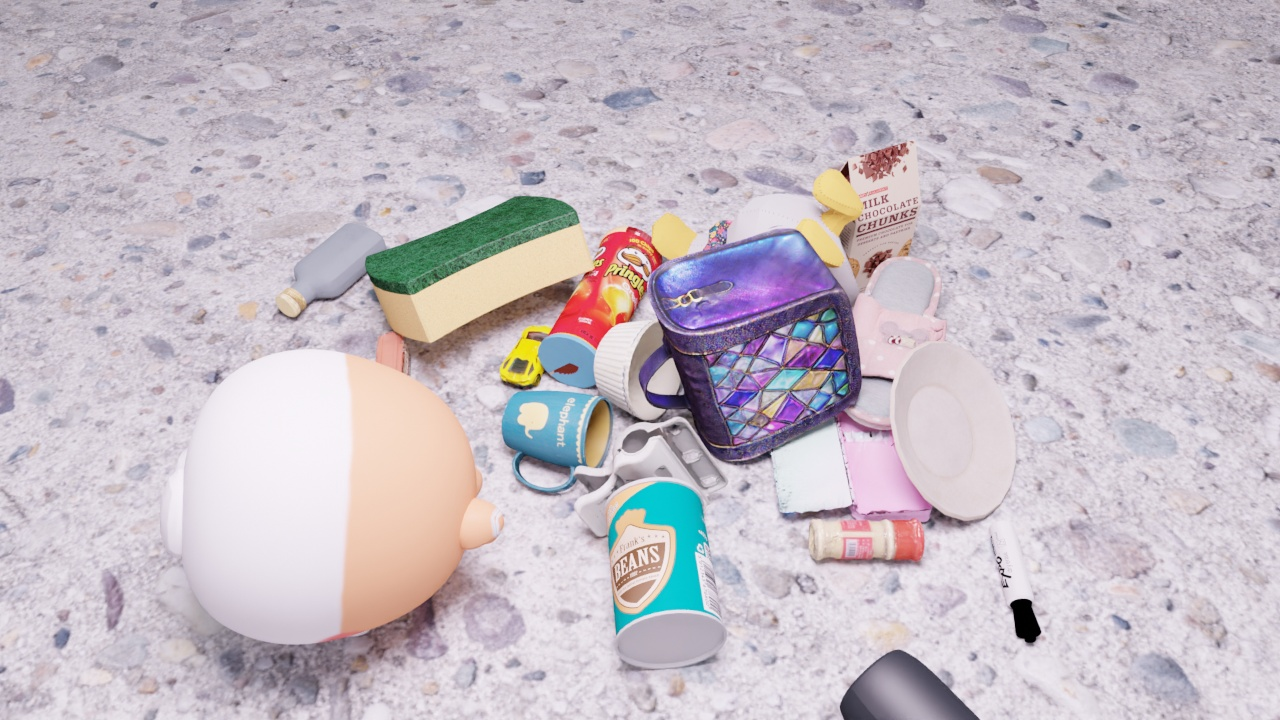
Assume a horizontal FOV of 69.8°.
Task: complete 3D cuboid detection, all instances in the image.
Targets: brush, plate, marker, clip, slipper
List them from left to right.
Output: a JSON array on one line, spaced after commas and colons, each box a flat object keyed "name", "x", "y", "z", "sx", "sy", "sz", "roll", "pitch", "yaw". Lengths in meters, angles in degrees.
[{"name": "brush", "x": -0.202, "y": -0.120, "z": 1.133, "sx": 0.249, "sy": 0.075, "sz": 0.195, "roll": -27, "pitch": 26, "yaw": -20}, {"name": "clip", "x": 0.004, "y": 0.124, "z": 0.921, "sx": 0.148, "sy": 0.125, "sz": 0.081, "roll": -25, "pitch": 39, "yaw": 10}, {"name": "slipper", "x": 0.293, "y": -0.035, "z": 1.057, "sx": 0.114, "sy": 0.054, "sz": 0.273, "roll": 13, "pitch": 50, "yaw": 14}, {"name": "plate", "x": 0.322, "y": 0.074, "z": 0.962, "sx": 0.188, "sy": 0.027, "sz": 0.188, "roll": 10, "pitch": 71, "yaw": -30}, {"name": "marker", "x": 0.361, "y": 0.212, "z": 0.884, "sx": 0.025, "sy": 0.025, "sz": 0.125, "roll": 2, "pitch": 45, "yaw": 3}]

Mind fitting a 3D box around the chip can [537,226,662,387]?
[{"name": "chip can", "x": -0.046, "y": -0.070, "z": 1.131, "sx": 0.087, "sy": 0.087, "sz": 0.212, "roll": 14, "pitch": 48, "yaw": 14}]

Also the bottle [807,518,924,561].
[{"name": "bottle", "x": 0.223, "y": 0.177, "z": 0.909, "sx": 0.109, "sy": 0.044, "sz": 0.044, "roll": 0, "pitch": 45, "yaw": 2}]

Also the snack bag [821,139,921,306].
[{"name": "snack bag", "x": 0.282, "y": -0.172, "z": 1.139, "sx": 0.094, "sy": 0.207, "sz": 0.070, "roll": -19, "pitch": 48, "yaw": -17}]

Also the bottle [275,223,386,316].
[{"name": "bottle", "x": -0.414, "y": -0.118, "z": 1.214, "sx": 0.072, "sy": 0.046, "sz": 0.160, "roll": 20, "pitch": 49, "yaw": 20}]

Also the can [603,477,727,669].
[{"name": "can", "x": 0.020, "y": 0.196, "z": 0.854, "sx": 0.099, "sy": 0.099, "sz": 0.143, "roll": -4, "pitch": 45, "yaw": -3}]

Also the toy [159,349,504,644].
[{"name": "toy", "x": -0.274, "y": 0.125, "z": 0.831, "sx": 0.280, "sy": 0.266, "sz": 0.263, "roll": 4, "pitch": 10, "yaw": -20}]

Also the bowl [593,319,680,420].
[{"name": "bowl", "x": -0.006, "y": 0.006, "z": 1.044, "sx": 0.063, "sy": 0.115, "sz": 0.115, "roll": 12, "pitch": 45, "yaw": 33}]

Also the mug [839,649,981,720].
[{"name": "mug", "x": 0.211, "y": 0.312, "z": 0.758, "sx": 0.121, "sy": 0.085, "sz": 0.094, "roll": -45, "pitch": 54, "yaw": 0}]

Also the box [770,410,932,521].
[{"name": "box", "x": 0.218, "y": 0.078, "z": 1.012, "sx": 0.159, "sy": 0.035, "sz": 0.229, "roll": 0, "pitch": 45, "yaw": 0}]

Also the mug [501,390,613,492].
[{"name": "mug", "x": -0.096, "y": 0.086, "z": 0.990, "sx": 0.104, "sy": 0.084, "sz": 0.112, "roll": 9, "pitch": 74, "yaw": 19}]

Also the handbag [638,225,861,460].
[{"name": "handbag", "x": 0.104, "y": -0.011, "z": 0.963, "sx": 0.222, "sy": 0.205, "sz": 0.125, "roll": -22, "pitch": 44, "yaw": 0}]

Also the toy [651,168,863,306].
[{"name": "toy", "x": 0.155, "y": -0.125, "z": 1.116, "sx": 0.246, "sy": 0.268, "sz": 0.140, "roll": 34, "pitch": 64, "yaw": -18}]

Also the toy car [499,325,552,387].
[{"name": "toy car", "x": -0.133, "y": -0.008, "z": 1.111, "sx": 0.049, "sy": 0.030, "sz": 0.106, "roll": 11, "pitch": 45, "yaw": 13}]

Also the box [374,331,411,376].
[{"name": "box", "x": -0.290, "y": 0.039, "z": 1.058, "sx": 0.058, "sy": 0.053, "sz": 0.186, "roll": 17, "pitch": 40, "yaw": -28}]
